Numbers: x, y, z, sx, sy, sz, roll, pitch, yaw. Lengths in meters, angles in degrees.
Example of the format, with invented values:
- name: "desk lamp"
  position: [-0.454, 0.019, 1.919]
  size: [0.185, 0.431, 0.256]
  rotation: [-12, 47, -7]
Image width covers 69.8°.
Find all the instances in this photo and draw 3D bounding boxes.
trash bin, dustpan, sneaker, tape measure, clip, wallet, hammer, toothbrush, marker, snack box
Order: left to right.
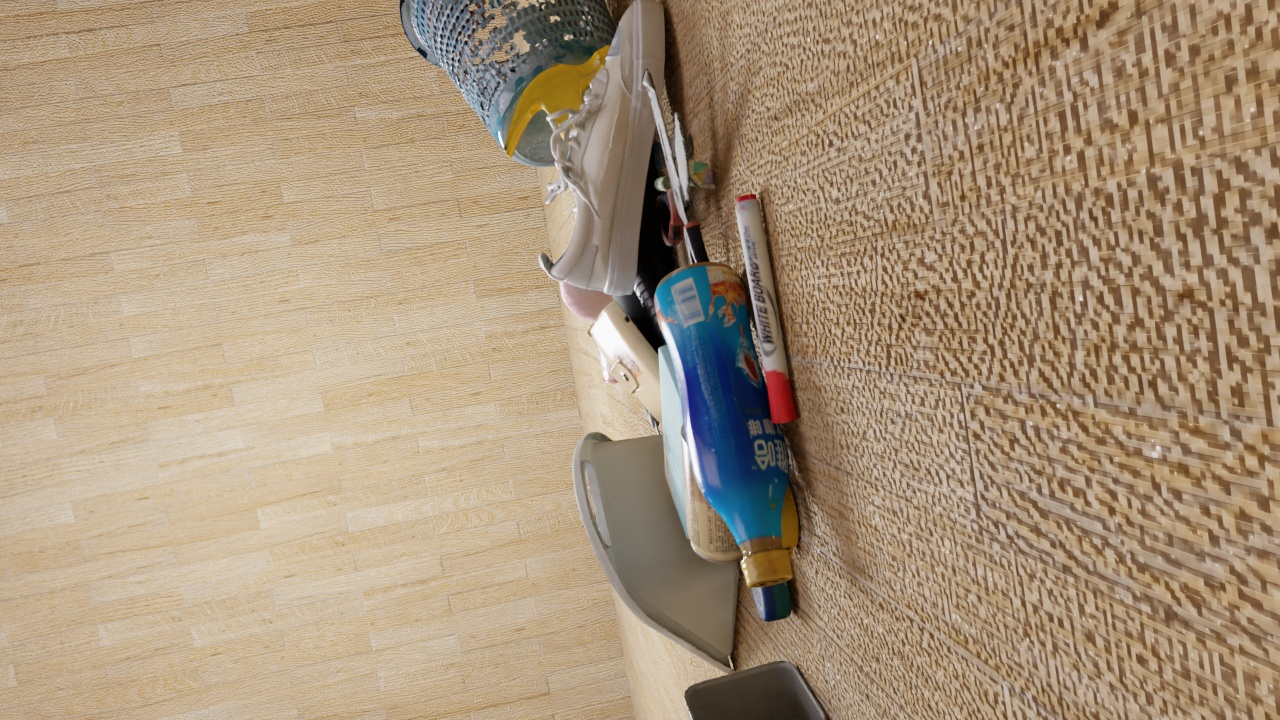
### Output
- name: "trash bin"
  position: [-0.109, -0.319, 0.950]
  size: [0.227, 0.226, 0.195]
  rotation: [96, 150, -65]
- name: "sneaker"
  position: [-0.035, -0.178, 0.765]
  size: [0.089, 0.090, 0.242]
  rotation: [-118, 36, -79]
- name: "hammer"
  position: [-0.021, -0.128, 0.830]
  size: [0.300, 0.129, 0.033]
  rotation: [64, -178, 2]
- name: "wallet"
  position: [-0.005, 0.005, 0.853]
  size: [0.115, 0.024, 0.087]
  rotation: [51, 158, 1]
- name: "dustpan"
  position: [0.009, 0.184, 0.931]
  size: [0.258, 0.142, 0.222]
  rotation: [92, 166, -52]
- name: "clip"
  position: [0.028, -0.173, 0.754]
  size: [0.058, 0.043, 0.027]
  rotation: [-167, 73, -73]
- name: "toothbrush"
  position: [0.032, -0.150, 0.764]
  size: [0.029, 0.020, 0.189]
  rotation: [48, 180, -12]
- name: "snack box"
  position: [0.051, 0.069, 0.786]
  size: [0.074, 0.051, 0.175]
  rotation: [-112, 13, -48]
- name: "marker"
  position: [0.079, -0.032, 0.580]
  size: [0.017, 0.017, 0.145]
  rotation: [-174, 74, -82]
- name: "tape measure"
  position: [0.089, 0.105, 0.645]
  size: [0.060, 0.029, 0.057]
  rotation: [-110, 13, -50]
- name: "tape measure"
  position: [0.097, 0.166, 0.684]
  size: [0.058, 0.025, 0.054]
  rotation: [128, 130, -85]

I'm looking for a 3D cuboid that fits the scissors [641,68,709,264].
- name: "scissors"
  position: [0.033, -0.108, 0.694]
  size: [0.227, 0.015, 0.189]
  rotation: [119, 131, -85]

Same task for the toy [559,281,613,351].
- name: "toy"
  position: [-0.030, -0.081, 0.994]
  size: [0.054, 0.121, 0.160]
  rotation: [34, 150, 40]

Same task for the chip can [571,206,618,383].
- name: "chip can"
  position: [-0.029, -0.083, 1.102]
  size: [0.071, 0.071, 0.215]
  rotation: [-141, 40, -79]

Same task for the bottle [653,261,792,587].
- name: "bottle"
  position: [0.061, 0.040, 0.614]
  size: [0.065, 0.065, 0.218]
  rotation: [97, 162, -66]

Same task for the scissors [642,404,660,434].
- name: "scissors"
  position: [0.026, 0.102, 1.107]
  size: [0.181, 0.014, 0.159]
  rotation: [127, 123, -74]

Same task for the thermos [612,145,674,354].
- name: "thermos"
  position: [-0.011, -0.114, 0.903]
  size: [0.090, 0.068, 0.242]
  rotation: [1, 102, 61]

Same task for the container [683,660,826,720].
- name: "container"
  position: [0.092, 0.304, 0.681]
  size: [0.090, 0.090, 0.114]
  rotation: [-125, 22, -74]

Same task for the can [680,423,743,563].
- name: "can"
  position: [0.063, 0.097, 0.712]
  size: [0.058, 0.058, 0.116]
  rotation: [-112, 14, -57]
